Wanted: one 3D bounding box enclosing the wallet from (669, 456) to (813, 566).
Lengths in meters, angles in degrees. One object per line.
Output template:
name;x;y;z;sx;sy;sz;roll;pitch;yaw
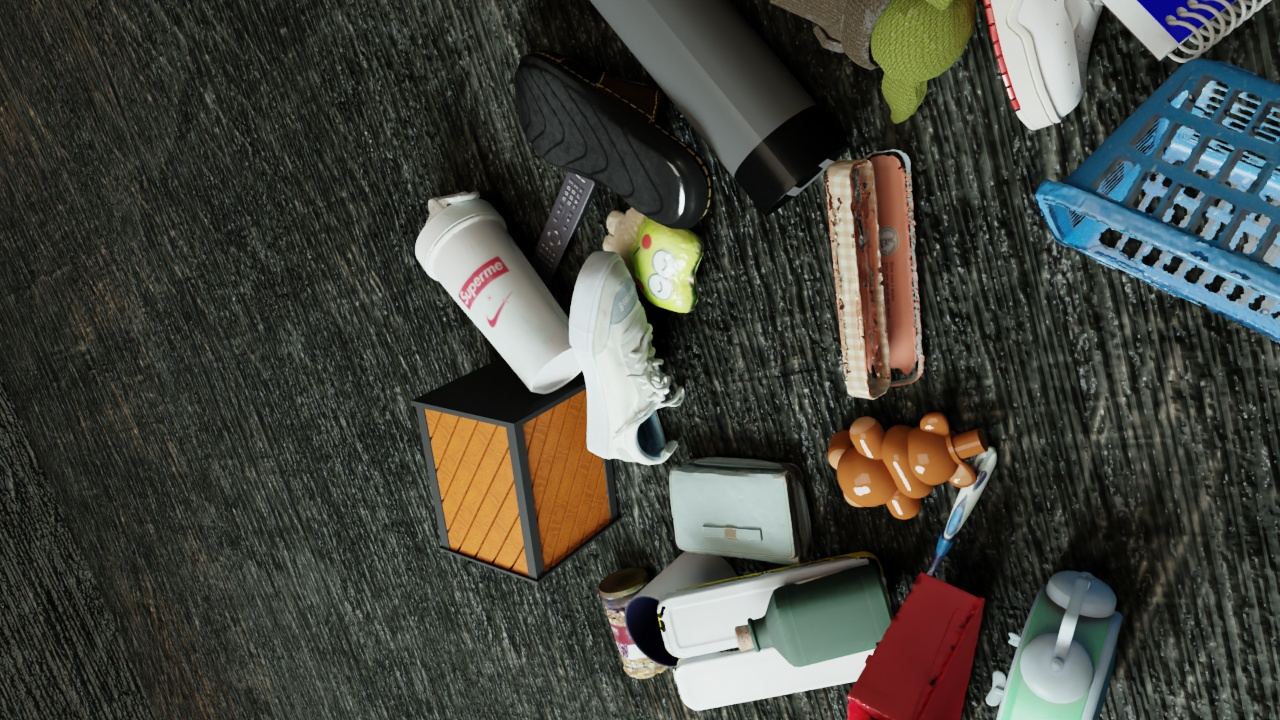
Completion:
wallet;0.094;0.143;0.868;0.132;0.054;0.100;-4;108;33

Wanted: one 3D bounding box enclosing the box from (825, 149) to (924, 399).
box;0.179;-0.063;0.697;0.042;0.082;0.187;11;118;46

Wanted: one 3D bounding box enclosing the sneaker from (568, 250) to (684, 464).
sneaker;-0.005;0.005;0.847;0.091;0.089;0.243;14;135;19

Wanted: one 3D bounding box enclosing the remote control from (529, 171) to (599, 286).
remote control;-0.075;-0.131;0.896;0.032;0.015;0.137;43;132;15

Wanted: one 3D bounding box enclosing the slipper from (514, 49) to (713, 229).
slipper;-0.022;-0.195;0.785;0.268;0.075;0.113;38;144;38

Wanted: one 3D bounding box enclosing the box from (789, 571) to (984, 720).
box;0.213;0.287;0.739;0.153;0.164;0.215;-12;130;-1

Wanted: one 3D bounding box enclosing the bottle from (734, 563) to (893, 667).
bottle;0.146;0.222;0.783;0.131;0.061;0.061;-16;91;7

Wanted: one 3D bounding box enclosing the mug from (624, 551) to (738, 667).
mug;0.036;0.255;0.926;0.078;0.096;0.112;44;129;14

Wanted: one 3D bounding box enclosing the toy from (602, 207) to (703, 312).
toy;0.009;-0.095;0.829;0.115;0.046;0.092;33;135;32

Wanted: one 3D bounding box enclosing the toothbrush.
toothbrush;0.256;0.147;0.764;0.016;0.017;0.189;30;125;25

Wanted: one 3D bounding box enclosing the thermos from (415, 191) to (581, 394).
thermos;-0.137;-0.072;0.905;0.220;0.099;0.100;50;131;19

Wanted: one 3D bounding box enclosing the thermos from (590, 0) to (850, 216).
thermos;0.056;-0.228;0.709;0.240;0.082;0.082;52;131;7

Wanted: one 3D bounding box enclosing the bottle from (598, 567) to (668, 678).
bottle;-0.004;0.285;0.998;0.056;0.056;0.105;-8;105;39

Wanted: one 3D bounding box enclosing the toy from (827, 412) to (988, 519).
toy;0.216;0.078;0.745;0.128;0.065;0.095;-24;102;33

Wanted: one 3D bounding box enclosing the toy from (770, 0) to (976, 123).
toy;0.155;-0.251;0.612;0.153;0.078;0.179;44;168;17

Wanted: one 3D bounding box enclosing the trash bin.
trash bin;-0.125;0.106;0.956;0.140;0.139;0.172;9;114;35

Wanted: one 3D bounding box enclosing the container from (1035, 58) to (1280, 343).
container;0.392;-0.030;0.448;0.362;0.256;0.089;31;105;22

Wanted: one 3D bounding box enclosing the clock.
clock;0.307;0.220;0.679;0.075;0.121;0.162;17;138;30

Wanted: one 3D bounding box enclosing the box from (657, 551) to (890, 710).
box;0.127;0.250;0.837;0.210;0.036;0.130;-14;106;6

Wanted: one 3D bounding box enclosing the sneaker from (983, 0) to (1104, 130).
sneaker;0.260;-0.264;0.544;0.104;0.090;0.237;-5;104;30

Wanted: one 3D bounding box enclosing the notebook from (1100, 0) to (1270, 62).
notebook;0.276;-0.259;0.459;0.171;0.208;0.022;51;164;8
